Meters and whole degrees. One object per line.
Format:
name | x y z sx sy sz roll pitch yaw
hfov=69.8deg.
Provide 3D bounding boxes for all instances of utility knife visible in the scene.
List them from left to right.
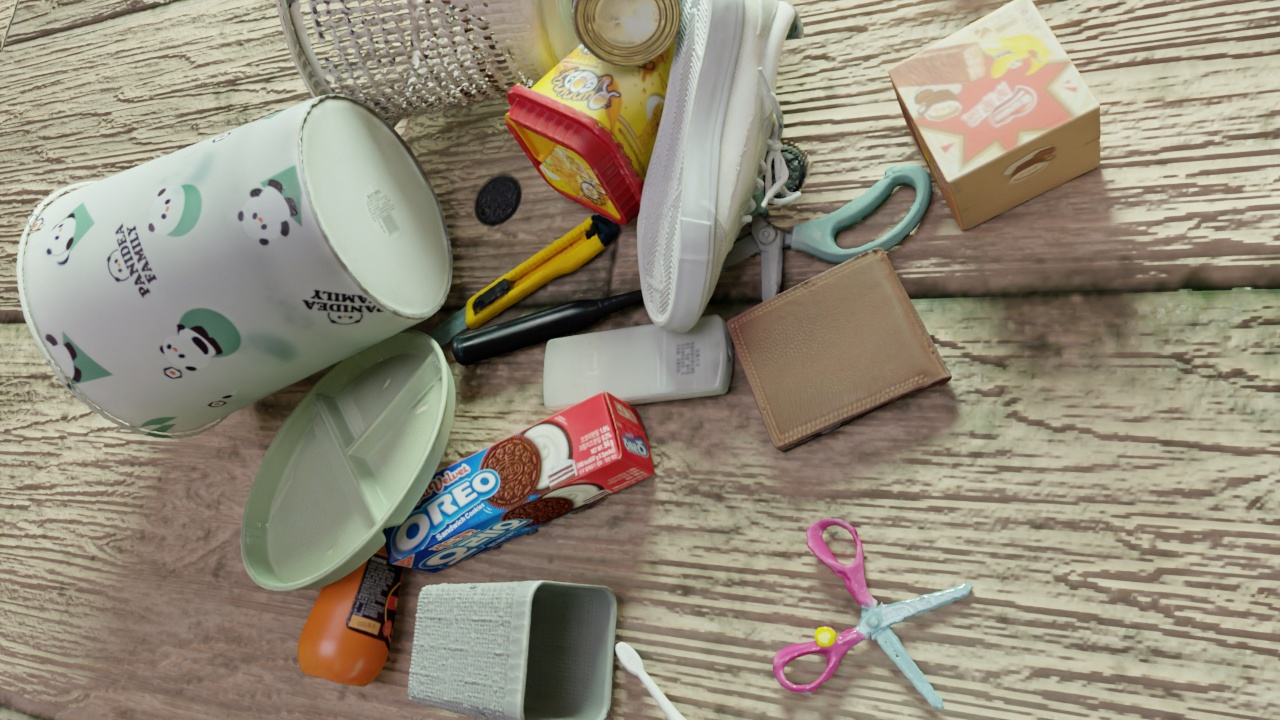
utility knife | -0.115 -0.053 0.756 0.231 0.015 0.033 -32 62 16

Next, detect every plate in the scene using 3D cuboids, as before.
plate | -0.231 0.077 0.727 0.231 0.027 0.229 -26 43 27

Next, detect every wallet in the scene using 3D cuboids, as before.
wallet | 0.128 -0.005 0.614 0.125 0.032 0.101 -27 68 18

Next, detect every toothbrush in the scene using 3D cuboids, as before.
toothbrush | -0.052 -0.033 0.713 0.213 0.026 0.027 -15 48 21
toothbrush | 0.051 0.263 0.570 0.026 0.026 0.221 -34 59 -16

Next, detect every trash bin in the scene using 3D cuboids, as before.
trash bin | -0.309 -0.081 0.742 0.252 0.229 0.229 -19 67 19
trash bin | -0.153 -0.301 0.753 0.192 0.227 0.227 2 75 14

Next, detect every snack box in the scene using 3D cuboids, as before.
snack box | -0.094 0.094 0.677 0.208 0.058 0.057 -26 62 18
snack box | 0.224 -0.154 0.582 0.093 0.077 0.094 -26 65 17

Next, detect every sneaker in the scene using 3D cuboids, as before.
sneaker | 0.060 -0.137 0.644 0.089 0.090 0.242 -155 74 -68

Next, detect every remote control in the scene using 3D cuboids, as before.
remote control | -0.004 0.004 0.680 0.150 0.021 0.058 -7 72 25

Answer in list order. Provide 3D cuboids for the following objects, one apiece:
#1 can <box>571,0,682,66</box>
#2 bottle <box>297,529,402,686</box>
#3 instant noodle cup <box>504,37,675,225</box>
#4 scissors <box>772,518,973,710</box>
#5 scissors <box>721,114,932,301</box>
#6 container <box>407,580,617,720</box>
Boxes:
can | -0.010 -0.268 0.645 0.075 0.075 0.111 -20 47 20
bottle | -0.215 0.172 0.715 0.067 0.067 0.149 3 69 27
instant noodle cup | -0.019 -0.189 0.701 0.116 0.116 0.123 32 78 32
scissors | 0.138 0.156 0.568 0.133 0.017 0.136 -25 64 13
scissors | 0.117 -0.127 0.662 0.175 0.019 0.169 -18 69 22
container | -0.089 0.196 0.622 0.114 0.090 0.090 -8 71 35
